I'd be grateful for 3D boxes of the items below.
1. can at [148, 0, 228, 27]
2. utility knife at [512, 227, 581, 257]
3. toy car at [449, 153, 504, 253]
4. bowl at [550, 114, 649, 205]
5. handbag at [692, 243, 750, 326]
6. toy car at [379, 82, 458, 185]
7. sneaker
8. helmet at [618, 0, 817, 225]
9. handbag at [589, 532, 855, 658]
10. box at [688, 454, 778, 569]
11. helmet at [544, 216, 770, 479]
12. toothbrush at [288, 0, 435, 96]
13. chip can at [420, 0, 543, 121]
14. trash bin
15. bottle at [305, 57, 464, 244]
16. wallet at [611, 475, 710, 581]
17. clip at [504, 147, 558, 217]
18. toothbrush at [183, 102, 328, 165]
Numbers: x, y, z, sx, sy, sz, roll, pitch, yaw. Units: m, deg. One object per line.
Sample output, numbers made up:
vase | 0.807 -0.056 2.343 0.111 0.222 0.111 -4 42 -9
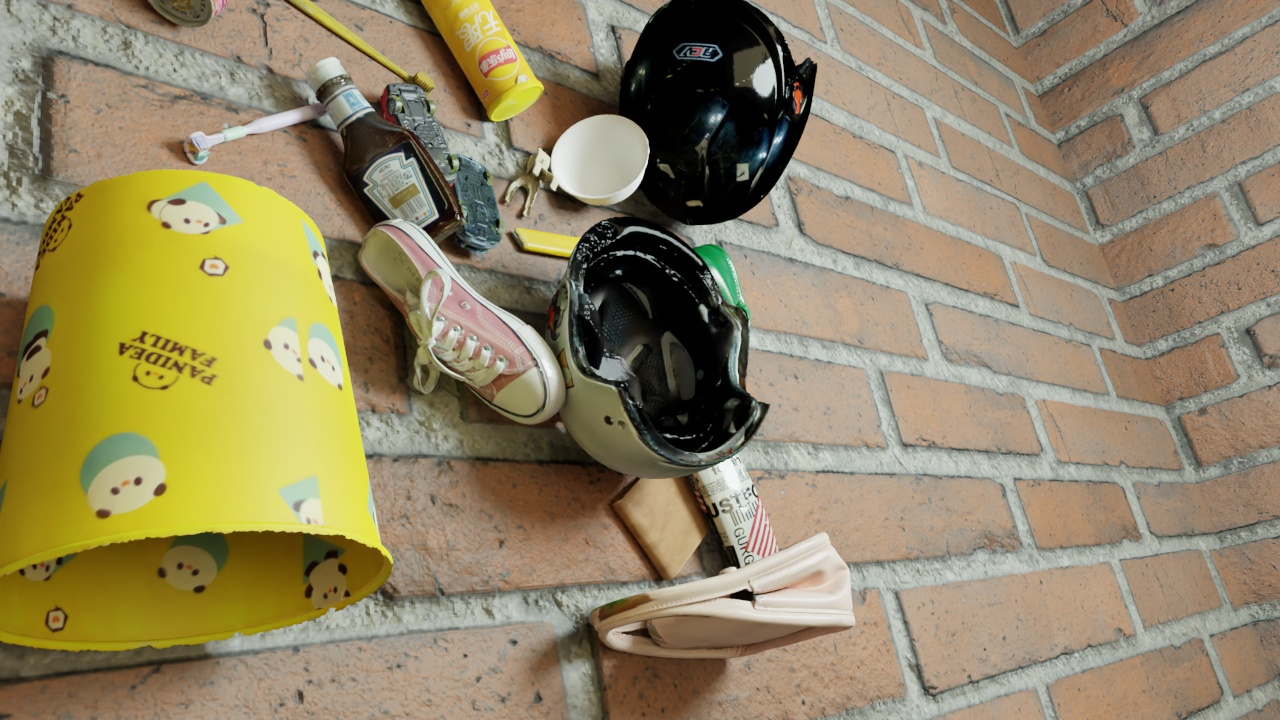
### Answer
can | -0.397 -0.352 0.824 0.066 0.067 0.093 30 49 -30
utility knife | -0.083 -0.131 1.051 0.156 0.015 0.033 4 59 -43
toy car | -0.178 -0.165 0.961 0.054 0.037 0.120 15 48 -39
bowl | -0.043 -0.226 1.098 0.065 0.118 0.118 67 15 -65
handbag | 0.059 -0.066 1.068 0.067 0.132 0.120 -28 92 -45
toy car | -0.228 -0.225 0.937 0.052 0.045 0.120 -10 70 -45
sneaker | -0.172 -0.026 0.833 0.241 0.118 0.087 47 28 -4
helmet | 0.086 -0.308 1.143 0.275 0.234 0.229 71 36 -58
handbag | 0.063 0.235 0.869 0.233 0.194 0.093 2 64 -33
box | 0.104 0.163 1.015 0.068 0.052 0.164 -23 84 -44
helmet | -0.006 0.006 0.944 0.229 0.157 0.273 3 56 -38
toothbrush | -0.297 -0.337 0.954 0.190 0.017 0.015 32 46 -29
chip can | -0.194 -0.381 1.042 0.071 0.072 0.213 -32 90 -49
trash bin | -0.292 0.033 0.602 0.229 0.230 0.255 11 54 -41
bottle | -0.249 -0.196 0.876 0.195 0.080 0.044 56 -2 -6
wallet | 0.029 0.165 0.991 0.101 0.020 0.115 56 38 -4
clip | -0.112 -0.211 1.031 0.035 0.095 0.101 39 56 -23
toothbrush | -0.335 -0.219 0.846 0.021 0.029 0.188 26 37 18
